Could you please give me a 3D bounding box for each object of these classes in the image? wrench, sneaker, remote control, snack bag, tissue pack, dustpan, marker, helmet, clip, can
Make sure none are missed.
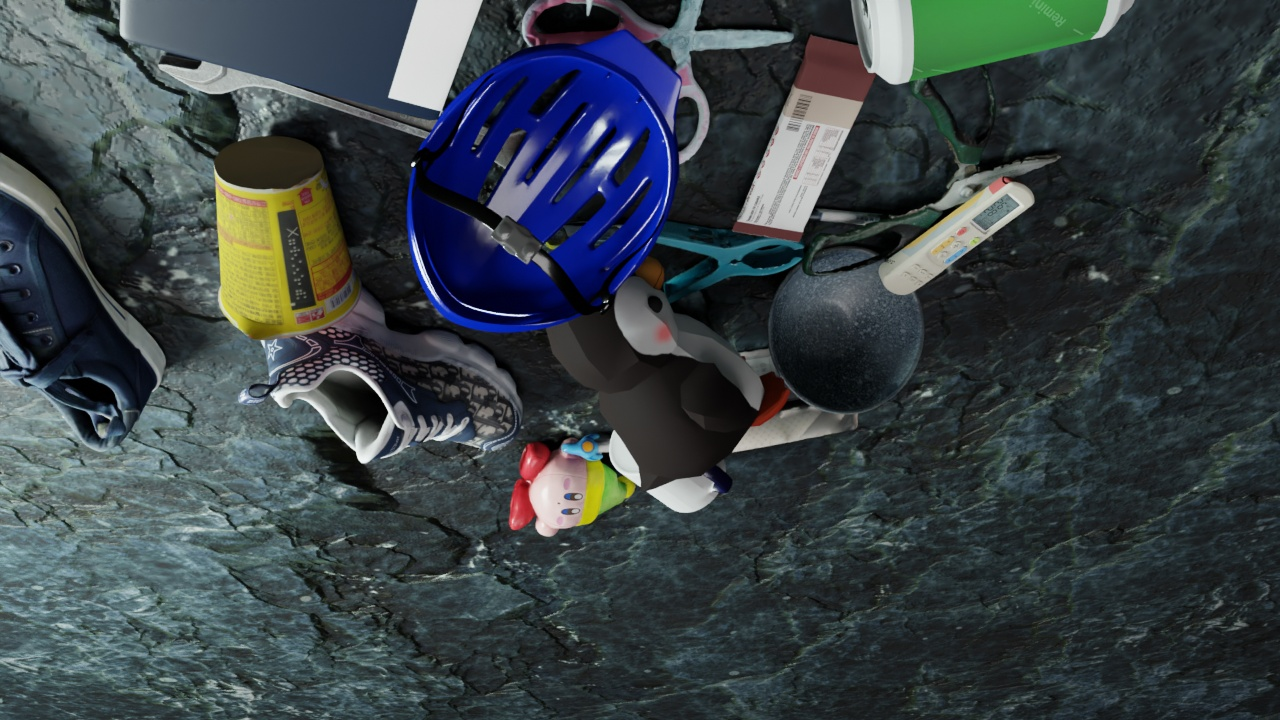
[{"bbox_3d":[-0.175,-0.169,0.601,0.273,0.010,0.070,15,139,-24],"label":"wrench"},{"bbox_3d":[-0.448,-0.029,0.668,0.121,0.127,0.295,-4,141,1],"label":"sneaker"},{"bbox_3d":[0.239,-0.093,0.700,0.038,0.018,0.126,22,131,-40],"label":"remote control"},{"bbox_3d":[0.115,-0.149,0.643,0.057,0.013,0.158,8,134,-12],"label":"snack bag"},{"bbox_3d":[0.099,0.038,0.834,0.181,0.103,0.071,-13,127,8],"label":"tissue pack"},{"bbox_3d":[-0.199,-0.261,0.436,0.272,0.080,0.237,10,143,-24],"label":"dustpan"},{"bbox_3d":[0.180,-0.110,0.714,0.152,0.011,0.011,4,142,-9],"label":"marker"},{"bbox_3d":[-0.071,-0.080,0.538,0.148,0.227,0.242,38,122,-12],"label":"helmet"},{"bbox_3d":[-0.207,0.036,0.768,0.103,0.132,0.269,-30,137,27],"label":"sneaker"},{"bbox_3d":[0.069,-0.089,0.720,0.116,0.026,0.097,-8,145,5],"label":"clip"},{"bbox_3d":[0.194,-0.213,0.516,0.140,0.087,0.088,-11,142,9],"label":"can"}]

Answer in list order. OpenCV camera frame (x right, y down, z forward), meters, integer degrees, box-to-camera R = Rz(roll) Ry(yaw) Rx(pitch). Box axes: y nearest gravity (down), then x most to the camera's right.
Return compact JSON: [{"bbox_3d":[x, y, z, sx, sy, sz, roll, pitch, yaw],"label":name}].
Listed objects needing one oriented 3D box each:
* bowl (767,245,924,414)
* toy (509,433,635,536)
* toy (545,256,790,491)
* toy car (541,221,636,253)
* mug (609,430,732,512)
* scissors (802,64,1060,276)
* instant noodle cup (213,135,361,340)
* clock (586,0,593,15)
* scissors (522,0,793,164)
[{"bbox_3d":[0.162,-0.026,0.768,0.137,0.137,0.057,5,-178,-12],"label":"bowl"},{"bbox_3d":[-0.064,0.124,0.964,0.131,0.096,0.124,11,101,-8],"label":"toy"},{"bbox_3d":[-0.004,0.004,0.708,0.140,0.159,0.184,-49,118,-4],"label":"toy"},{"bbox_3d":[-0.041,-0.090,0.702,0.089,0.027,0.039,-3,153,-16],"label":"toy car"},{"bbox_3d":[0.039,0.101,0.903,0.112,0.078,0.097,16,162,44],"label":"mug"},{"bbox_3d":[0.203,-0.138,0.663,0.202,0.015,0.206,-20,137,8],"label":"scissors"},{"bbox_3d":[-0.250,-0.091,0.639,0.100,0.100,0.113,2,132,-8],"label":"instant noodle cup"},{"bbox_3d":[-0.076,-0.240,0.491,0.119,0.042,0.095,8,140,-16],"label":"clock"},{"bbox_3d":[0.012,-0.192,0.589,0.170,0.013,0.177,-4,141,-4],"label":"scissors"}]
